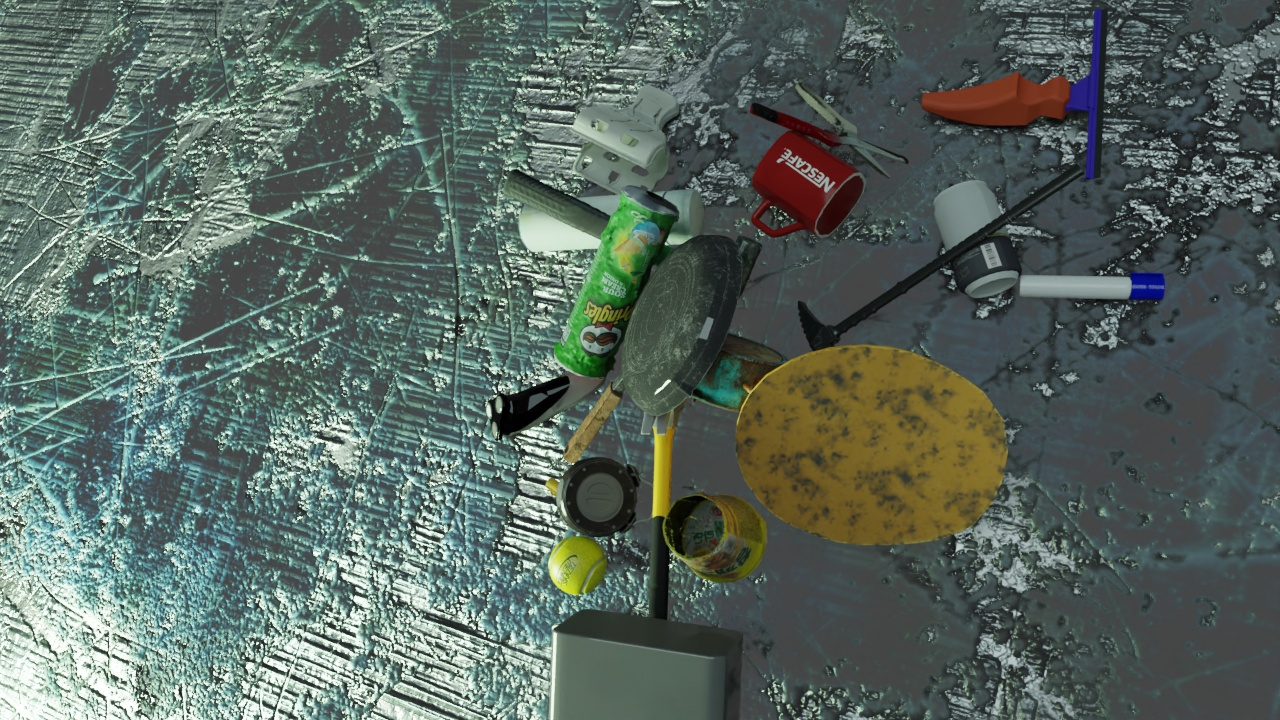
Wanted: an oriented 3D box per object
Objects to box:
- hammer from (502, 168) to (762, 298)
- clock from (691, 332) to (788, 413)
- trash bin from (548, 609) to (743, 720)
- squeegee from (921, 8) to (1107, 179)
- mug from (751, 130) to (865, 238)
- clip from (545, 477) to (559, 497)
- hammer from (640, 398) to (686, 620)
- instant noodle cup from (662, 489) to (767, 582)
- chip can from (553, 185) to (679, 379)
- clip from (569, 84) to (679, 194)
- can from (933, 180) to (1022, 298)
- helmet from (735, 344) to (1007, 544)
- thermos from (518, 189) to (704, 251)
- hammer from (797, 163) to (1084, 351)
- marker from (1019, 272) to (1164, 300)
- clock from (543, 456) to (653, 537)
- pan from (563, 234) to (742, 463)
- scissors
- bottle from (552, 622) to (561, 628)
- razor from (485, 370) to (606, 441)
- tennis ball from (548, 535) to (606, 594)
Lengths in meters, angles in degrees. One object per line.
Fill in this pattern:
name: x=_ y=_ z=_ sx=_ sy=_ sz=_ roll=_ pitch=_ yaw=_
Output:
hammer: x=-0.023 y=-0.147 z=1.092 sx=0.319 sy=0.032 sz=0.130 roll=28 pitch=114 yaw=11
clock: x=0.084 y=0.010 z=1.017 sx=0.158 sy=0.121 sz=0.073 roll=28 pitch=108 yaw=38
trash bin: x=0.003 y=0.382 z=0.929 sx=0.192 sy=0.097 sz=0.220 roll=3 pitch=92 yaw=19
squeegee: x=0.406 y=-0.286 z=1.011 sx=0.185 sy=0.055 sz=0.249 roll=5 pitch=60 yaw=22
mug: x=0.184 y=-0.190 z=1.057 sx=0.096 sy=0.080 sz=0.116 roll=42 pitch=99 yaw=25
clip: x=-0.083 y=0.151 z=1.095 sx=0.054 sy=0.046 sz=0.048 roll=31 pitch=113 yaw=26
hammer: x=0.023 y=0.186 z=1.009 sx=0.029 sy=0.127 sz=0.323 roll=1 pitch=83 yaw=12
instant noodle cup: x=0.075 y=0.184 z=0.980 sx=0.102 sy=0.108 sz=0.102 roll=-7 pitch=72 yaw=21
chip can: x=-0.028 y=-0.089 z=1.054 sx=0.075 sy=0.075 sz=0.224 roll=37 pitch=116 yaw=25
clip: x=-0.015 y=-0.287 z=1.161 sx=0.127 sy=0.110 sz=0.151 roll=32 pitch=99 yaw=22
can: x=0.358 y=-0.135 z=0.983 sx=0.064 sy=0.064 sz=0.127 roll=-18 pitch=70 yaw=16
helmet: x=0.226 y=0.069 z=0.938 sx=0.255 sy=0.131 sz=0.205 roll=11 pitch=108 yaw=4
thermos: x=-0.036 y=-0.173 z=1.143 sx=0.230 sy=0.068 sz=0.067 roll=0 pitch=76 yaw=20
hammer: x=0.308 y=-0.106 z=0.966 sx=0.326 sy=0.015 sz=0.095 roll=-36 pitch=62 yaw=28
marker: x=0.465 y=-0.077 z=0.949 sx=0.133 sy=0.023 sz=0.027 roll=3 pitch=55 yaw=22
clock: x=-0.046 y=0.157 z=1.057 sx=0.122 sy=0.044 sz=0.091 roll=9 pitch=82 yaw=-15
pan: x=-0.006 y=0.006 z=1.001 sx=0.358 sy=0.040 sz=0.207 roll=-50 pitch=27 yaw=35
scissors: x=0.217 y=-0.276 z=1.068 sx=0.199 sy=0.015 sz=0.179 roll=15 pitch=39 yaw=-11
bottle: x=-0.074 y=0.353 z=1.029 sx=0.041 sy=0.041 sz=0.116 roll=-13 pitch=72 yaw=17
razor: x=-0.114 y=0.046 z=1.123 sx=0.156 sy=0.060 sz=0.057 roll=-19 pitch=56 yaw=-5
tennis ball: x=-0.071 y=0.234 z=1.046 sx=0.065 sy=0.065 sz=0.065 roll=-6 pitch=74 yaw=19
